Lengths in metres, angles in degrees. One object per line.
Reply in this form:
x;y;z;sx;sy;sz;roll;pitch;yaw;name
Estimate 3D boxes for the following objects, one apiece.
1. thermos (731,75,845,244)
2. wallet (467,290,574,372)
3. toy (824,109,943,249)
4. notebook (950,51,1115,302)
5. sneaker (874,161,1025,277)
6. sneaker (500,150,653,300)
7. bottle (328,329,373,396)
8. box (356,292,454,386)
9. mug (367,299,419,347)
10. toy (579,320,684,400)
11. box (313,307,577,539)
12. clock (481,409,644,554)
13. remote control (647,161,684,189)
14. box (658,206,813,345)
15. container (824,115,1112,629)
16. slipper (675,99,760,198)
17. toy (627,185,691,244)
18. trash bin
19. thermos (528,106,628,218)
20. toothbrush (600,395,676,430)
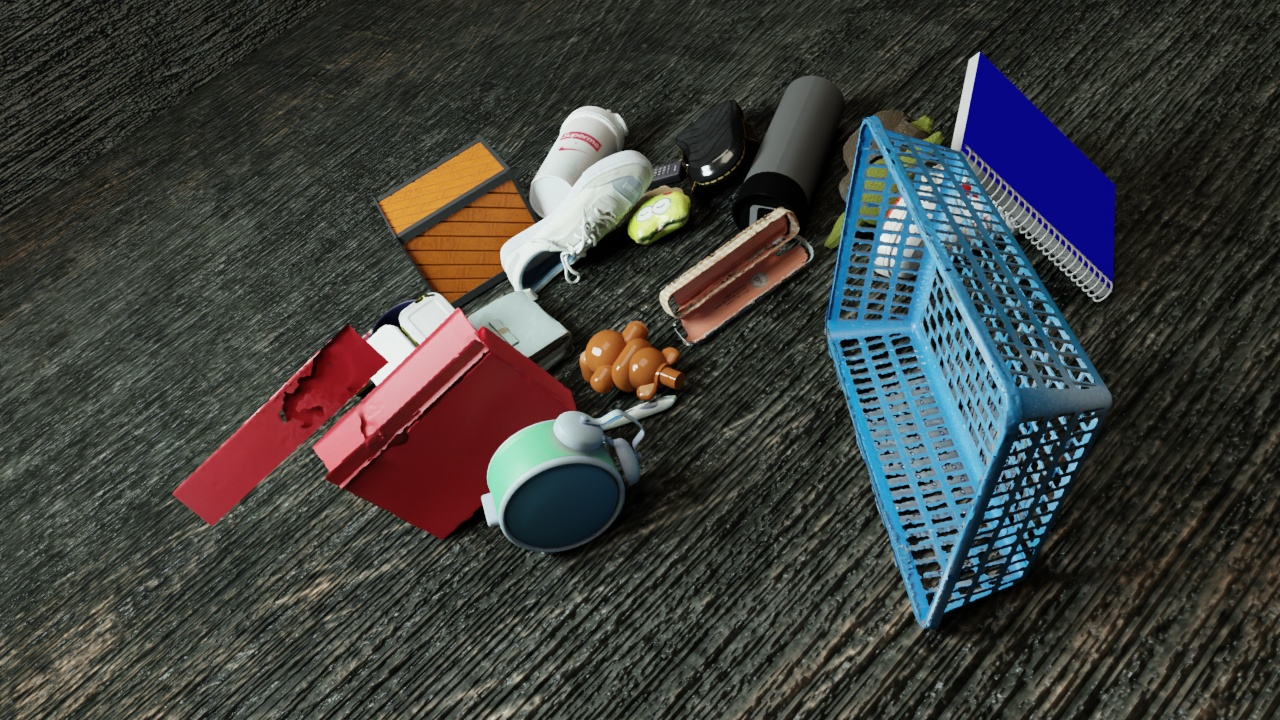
0.186;-0.250;1.138;0.082;0.082;0.239;2;48;30;thermos
-0.149;-0.025;1.117;0.100;0.054;0.132;-40;47;-13;wallet
0.277;-0.214;1.037;0.180;0.078;0.152;-47;20;41;toy
0.380;-0.176;0.876;0.022;0.209;0.171;-34;25;49;notebook
0.355;-0.157;0.957;0.236;0.090;0.104;-37;49;-15;sneaker
-0.074;-0.165;1.180;0.243;0.089;0.090;-36;51;16;sneaker
-0.348;-0.007;1.198;0.105;0.056;0.056;-43;43;-16;bottle
-0.216;0.026;1.038;0.129;0.036;0.209;-41;76;-12;box
-0.286;-0.012;1.137;0.112;0.097;0.078;-7;44;23;mug
-0.006;0.006;1.005;0.128;0.065;0.094;21;68;32;toy
-0.182;0.072;0.916;0.215;0.164;0.153;-41;82;12;box
-0.066;0.105;0.867;0.162;0.122;0.075;-42;40;13;clock
-0.005;-0.252;1.296;0.137;0.015;0.032;-10;43;23;remote control
0.108;-0.094;1.029;0.187;0.083;0.042;-37;30;-8;box
0.245;-0.004;0.744;0.089;0.258;0.361;-3;43;-2;container
0.103;-0.274;1.211;0.113;0.076;0.267;-34;23;14;slipper
0.022;-0.195;1.201;0.092;0.046;0.115;-28;32;13;toy
-0.243;-0.188;1.264;0.171;0.140;0.139;-33;41;-6;trash bin
-0.086;-0.280;1.295;0.099;0.099;0.219;-6;37;23;thermos
-0.050;0.070;0.984;0.189;0.017;0.016;-20;40;10;toothbrush
